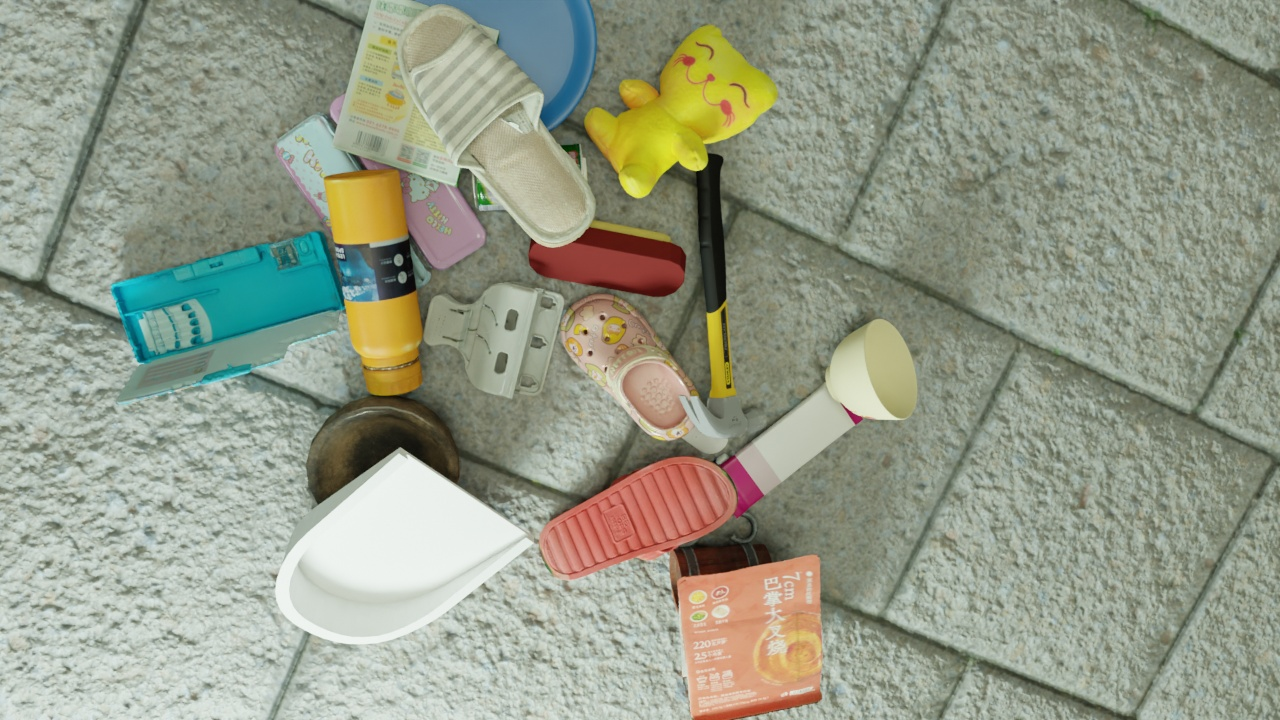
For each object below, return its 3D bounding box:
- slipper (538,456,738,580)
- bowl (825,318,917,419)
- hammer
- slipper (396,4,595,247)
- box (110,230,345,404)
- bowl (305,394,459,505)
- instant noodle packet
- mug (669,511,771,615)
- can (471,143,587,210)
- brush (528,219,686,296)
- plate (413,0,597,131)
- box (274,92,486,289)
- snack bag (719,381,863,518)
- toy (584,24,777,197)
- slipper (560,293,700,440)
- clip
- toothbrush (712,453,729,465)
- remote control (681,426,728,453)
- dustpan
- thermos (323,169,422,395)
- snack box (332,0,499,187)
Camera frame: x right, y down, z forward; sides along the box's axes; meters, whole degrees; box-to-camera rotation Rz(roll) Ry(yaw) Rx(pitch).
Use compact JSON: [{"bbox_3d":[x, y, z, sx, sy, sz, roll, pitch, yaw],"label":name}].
[{"bbox_3d":[-0.002,0.183,1.073,0.249,0.059,0.103,-24,80,16],"label":"slipper"},{"bbox_3d":[0.259,0.018,1.066,0.074,0.117,0.118,-18,106,40],"label":"bowl"},{"bbox_3d":[0.086,-0.070,1.037,0.126,0.029,0.323,-10,97,-46],"label":"hammer"},{"bbox_3d":[-0.145,-0.236,0.932,0.114,0.054,0.272,-35,97,1],"label":"slipper"},{"bbox_3d":[-0.435,-0.039,0.982,0.227,0.087,0.168,-16,66,-3],"label":"box"},{"bbox_3d":[-0.281,0.110,1.020,0.162,0.070,0.162,-2,111,-6],"label":"bowl"},{"bbox_3d":[0.126,0.314,1.060,0.164,0.083,0.221,-9,128,-4],"label":"instant noodle packet"},{"bbox_3d":[0.095,0.241,1.099,0.111,0.081,0.117,-5,77,-9],"label":"mug"},{"bbox_3d":[-0.120,-0.199,0.994,0.121,0.067,0.067,-3,100,-5],"label":"can"},{"bbox_3d":[-0.035,-0.118,1.014,0.173,0.082,0.041,10,64,-8],"label":"brush"},{"bbox_3d":[-0.160,-0.343,0.985,0.224,0.024,0.224,-1,100,-6],"label":"plate"},{"bbox_3d":[-0.281,-0.181,0.998,0.151,0.040,0.214,-32,102,4],"label":"box"},{"bbox_3d":[0.173,0.103,1.102,0.196,0.016,0.070,-38,102,-4],"label":"snack bag"},{"bbox_3d":[0.044,-0.258,0.990,0.194,0.087,0.134,-40,72,0],"label":"toy"},{"bbox_3d":[-0.006,0.006,1.028,0.093,0.081,0.197,-43,92,-2],"label":"slipper"},{"bbox_3d":[-0.165,-0.029,1.015,0.151,0.105,0.126,13,96,-19],"label":"clip"},{"bbox_3d":[0.034,0.175,1.107,0.187,0.012,0.017,-39,115,2],"label":"toothbrush"},{"bbox_3d":[0.046,0.063,1.087,0.136,0.013,0.043,36,95,-11],"label":"remote control"},{"bbox_3d":[-0.277,0.223,1.001,0.258,0.053,0.191,-33,124,24],"label":"dustpan"},{"bbox_3d":[-0.279,-0.083,0.976,0.076,0.091,0.233,-11,110,-19],"label":"thermos"},{"bbox_3d":[-0.233,-0.282,0.957,0.132,0.027,0.168,16,94,-9],"label":"snack box"}]
